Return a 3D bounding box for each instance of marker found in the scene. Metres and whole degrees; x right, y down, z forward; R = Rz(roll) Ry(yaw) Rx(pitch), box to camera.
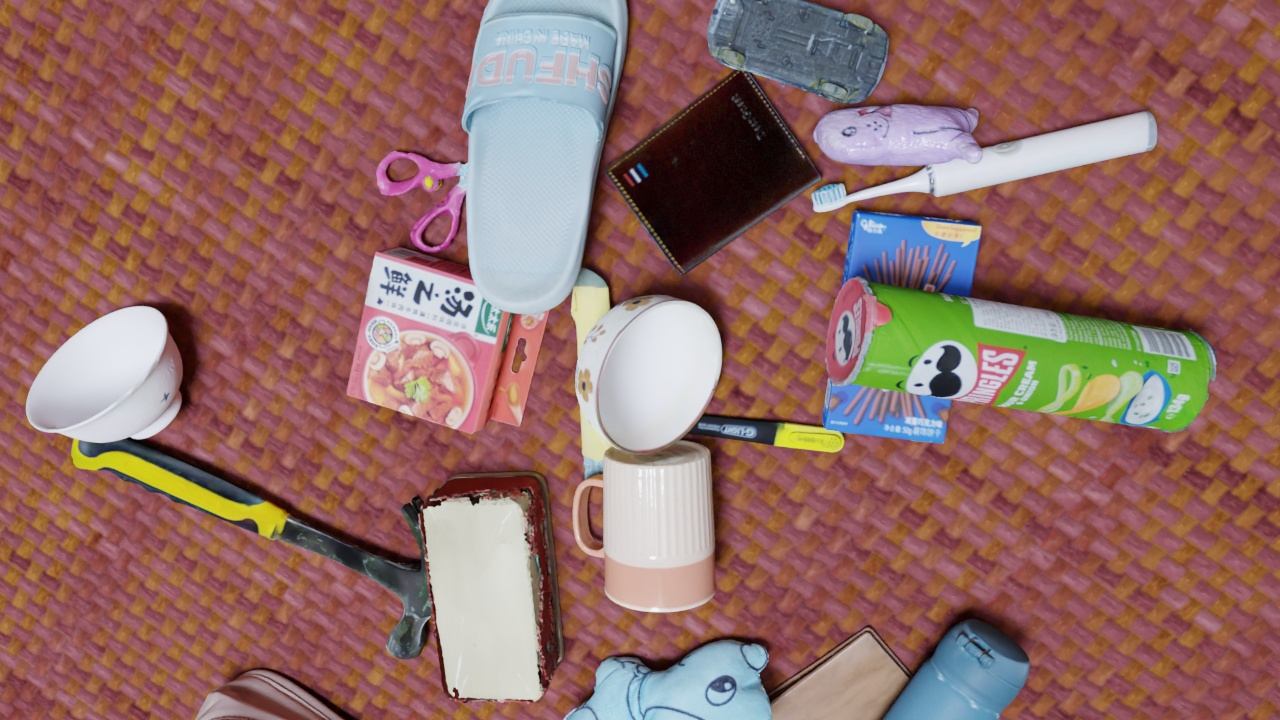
[{"bbox_3d":[0.088,0.053,0.682,0.124,0.015,0.018,6,99,8],"label":"marker"}]

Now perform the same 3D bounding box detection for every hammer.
[{"bbox_3d":[-0.306,0.123,0.741,0.323,0.031,0.126,23,104,3],"label":"hammer"}]

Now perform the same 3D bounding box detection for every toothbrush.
[{"bbox_3d":[0.226,-0.130,0.619,0.221,0.026,0.026,-11,122,10],"label":"toothbrush"}]

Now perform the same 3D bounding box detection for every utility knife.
[{"bbox_3d":[-0.036,0.015,0.689,0.031,0.019,0.173,2,101,11],"label":"utility knife"}]

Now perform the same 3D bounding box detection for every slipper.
[{"bbox_3d":[-0.072,-0.154,0.615,0.104,0.074,0.245,7,91,5],"label":"slipper"}]

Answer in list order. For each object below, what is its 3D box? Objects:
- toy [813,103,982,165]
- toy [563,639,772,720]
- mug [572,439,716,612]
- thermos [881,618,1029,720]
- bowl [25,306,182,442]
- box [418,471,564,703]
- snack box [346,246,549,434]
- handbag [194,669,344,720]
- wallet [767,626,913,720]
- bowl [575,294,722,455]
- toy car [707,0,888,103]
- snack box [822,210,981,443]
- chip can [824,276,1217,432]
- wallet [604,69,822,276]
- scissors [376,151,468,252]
[{"bbox_3d":[0.168,-0.146,0.602,0.108,0.083,0.039,5,123,12],"label":"toy"},{"bbox_3d":[0.027,0.271,0.698,0.156,0.050,0.161,22,62,34],"label":"toy"},{"bbox_3d":[0.000,0.117,0.680,0.115,0.081,0.106,5,102,32],"label":"mug"},{"bbox_3d":[0.203,0.291,0.679,0.070,0.070,0.220,33,99,0],"label":"thermos"},{"bbox_3d":[-0.397,0.022,0.707,0.118,0.118,0.065,-16,138,10],"label":"bowl"},{"bbox_3d":[-0.112,0.176,0.702,0.091,0.079,0.168,-3,102,9],"label":"box"},{"bbox_3d":[-0.142,-0.013,0.683,0.127,0.044,0.113,16,103,4],"label":"snack box"},{"bbox_3d":[-0.277,0.385,0.776,0.234,0.093,0.193,19,103,-5],"label":"handbag"},{"bbox_3d":[0.164,0.277,0.718,0.115,0.020,0.101,-41,96,11],"label":"wallet"},{"bbox_3d":[-0.004,0.004,0.649,0.062,0.113,0.113,27,109,44],"label":"bowl"},{"bbox_3d":[0.104,-0.210,0.612,0.120,0.036,0.054,19,101,3],"label":"toy car"},{"bbox_3d":[0.182,-0.023,0.647,0.084,0.026,0.157,6,103,5],"label":"snack box"},{"bbox_3d":[0.245,-0.003,0.598,0.236,0.072,0.072,8,103,-7],"label":"chip can"},{"bbox_3d":[0.050,-0.132,0.647,0.122,0.020,0.096,-35,95,11],"label":"wallet"},{"bbox_3d":[-0.123,-0.128,0.673,0.137,0.017,0.096,-13,99,6],"label":"scissors"}]
